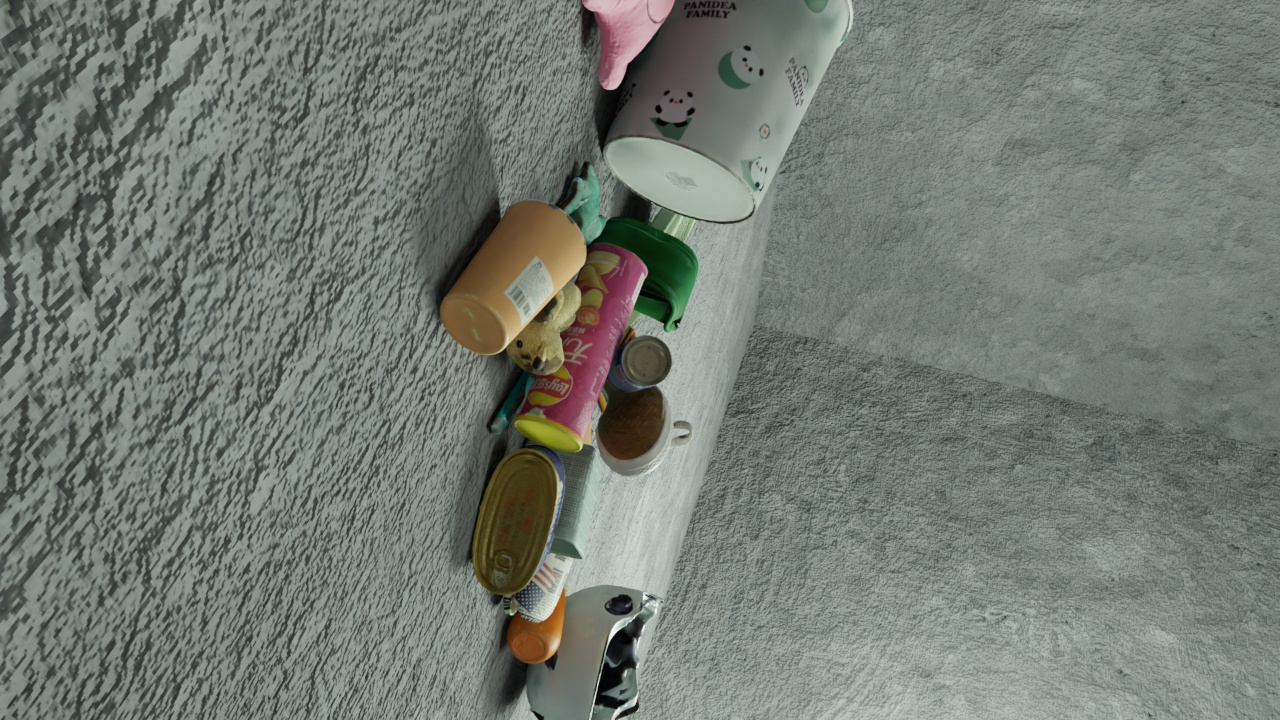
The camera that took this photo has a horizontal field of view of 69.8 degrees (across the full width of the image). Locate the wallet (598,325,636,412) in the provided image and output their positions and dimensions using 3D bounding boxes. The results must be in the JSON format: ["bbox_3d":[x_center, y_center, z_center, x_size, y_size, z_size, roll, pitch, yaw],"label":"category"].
[{"bbox_3d":[-0.024,0.015,1.307,0.119,0.035,0.131,-63,167,-16],"label":"wallet"}]

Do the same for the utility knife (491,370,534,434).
[{"bbox_3d":[-0.116,0.022,0.927,0.157,0.013,0.029,-65,167,-46],"label":"utility knife"}]

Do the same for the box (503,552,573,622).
[{"bbox_3d":[-0.106,0.221,1.061,0.075,0.082,0.163,71,36,-68],"label":"box"}]

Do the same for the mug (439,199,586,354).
[{"bbox_3d":[-0.102,-0.064,0.728,0.078,0.078,0.122,94,19,-44],"label":"mug"}]

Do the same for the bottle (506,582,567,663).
[{"bbox_3d":[-0.124,0.318,1.169,0.149,0.067,0.067,-70,171,-67],"label":"bottle"}]

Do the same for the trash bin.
[{"bbox_3d":[0.087,-0.307,1.031,0.229,0.230,0.251,65,47,-74],"label":"trash bin"}]

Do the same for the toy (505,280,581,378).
[{"bbox_3d":[-0.088,-0.062,0.857,0.105,0.066,0.157,109,-10,-77],"label":"toy"}]

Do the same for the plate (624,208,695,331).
[{"bbox_3d":[0.022,-0.144,1.253,0.230,0.027,0.230,-59,173,-12],"label":"plate"}]

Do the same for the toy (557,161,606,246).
[{"bbox_3d":[-0.061,-0.156,0.945,0.096,0.030,0.092,-55,153,-44],"label":"toy"}]

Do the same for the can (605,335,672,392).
[{"bbox_3d":[-0.006,0.006,0.991,0.135,0.053,0.053,157,-50,-78],"label":"can"}]

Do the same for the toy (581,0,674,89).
[{"bbox_3d":[-0.004,-0.360,0.827,0.178,0.074,0.195,-64,167,-14],"label":"toy"}]

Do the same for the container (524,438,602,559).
[{"bbox_3d":[-0.096,0.148,1.008,0.090,0.090,0.111,80,22,-66],"label":"container"}]

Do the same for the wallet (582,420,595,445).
[{"bbox_3d":[-0.088,0.116,1.152,0.132,0.031,0.107,94,15,-57],"label":"wallet"}]

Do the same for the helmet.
[{"bbox_3d":[-0.081,0.418,1.283,0.258,0.146,0.229,-20,123,-68],"label":"helmet"}]

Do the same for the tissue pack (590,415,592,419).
[{"bbox_3d":[-0.073,0.005,1.031,0.093,0.050,0.133,15,88,-79],"label":"tissue pack"}]

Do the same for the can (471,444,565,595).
[{"bbox_3d":[-0.121,0.158,0.920,0.049,0.074,0.148,-10,115,-82],"label":"can"}]

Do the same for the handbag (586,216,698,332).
[{"bbox_3d":[-0.001,-0.097,1.061,0.067,0.131,0.120,-58,167,-25],"label":"handbag"}]

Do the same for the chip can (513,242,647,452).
[{"bbox_3d":[-0.058,-0.015,0.935,0.071,0.071,0.210,82,25,-64],"label":"chip can"}]

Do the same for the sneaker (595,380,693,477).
[{"bbox_3d":[-0.001,0.081,1.061,0.240,0.118,0.088,-105,173,-68],"label":"sneaker"}]
